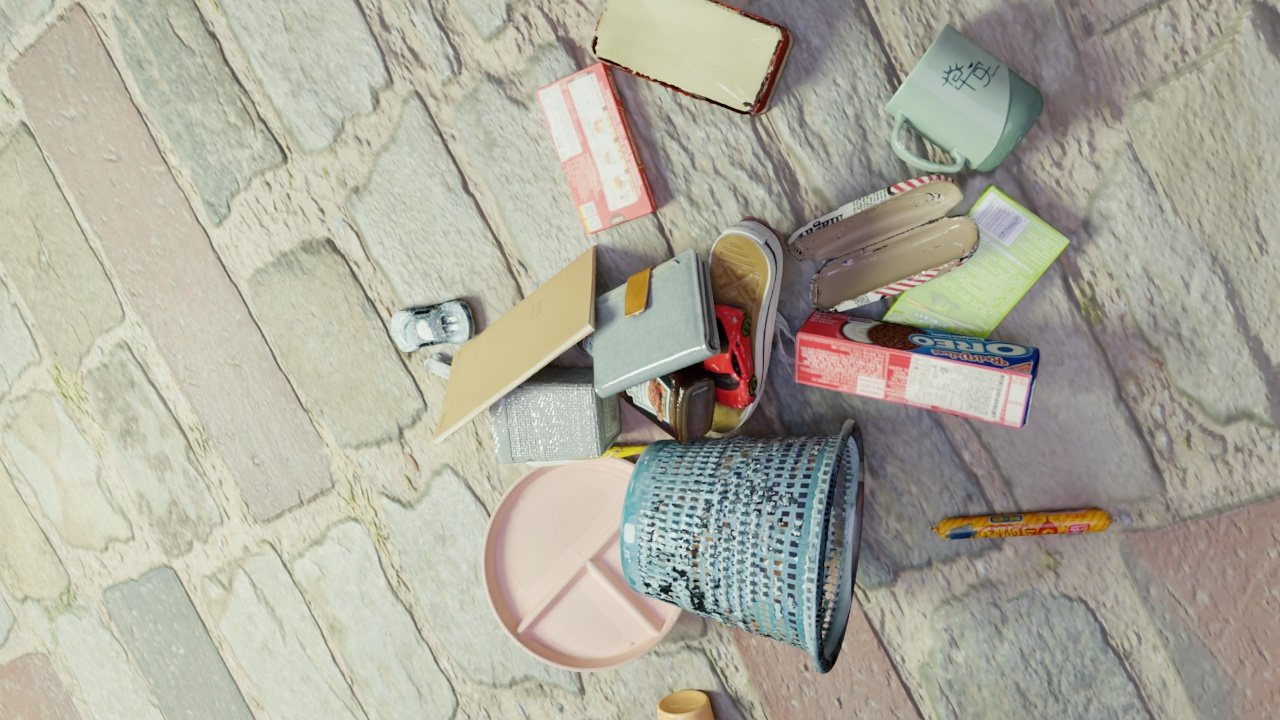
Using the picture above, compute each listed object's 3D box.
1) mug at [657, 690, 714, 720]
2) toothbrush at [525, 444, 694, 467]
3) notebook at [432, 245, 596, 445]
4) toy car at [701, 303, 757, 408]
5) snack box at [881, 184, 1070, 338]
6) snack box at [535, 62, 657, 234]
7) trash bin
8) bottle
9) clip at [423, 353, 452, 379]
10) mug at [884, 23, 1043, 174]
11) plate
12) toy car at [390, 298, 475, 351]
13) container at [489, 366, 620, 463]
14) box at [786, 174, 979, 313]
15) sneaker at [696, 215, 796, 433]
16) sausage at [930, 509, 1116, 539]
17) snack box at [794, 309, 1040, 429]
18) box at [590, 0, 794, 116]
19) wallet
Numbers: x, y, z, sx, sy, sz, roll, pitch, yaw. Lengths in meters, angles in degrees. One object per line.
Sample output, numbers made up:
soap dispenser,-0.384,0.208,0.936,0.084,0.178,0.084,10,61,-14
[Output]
mug,0.057,0.436,1.018,0.078,0.078,0.123,-7,95,19
toothbrush,-0.030,0.097,0.970,0.191,0.018,0.016,-6,78,7
notebook,-0.125,-0.018,0.929,0.212,0.149,0.012,-35,120,22
toy car,0.077,-0.002,0.833,0.049,0.031,0.106,11,126,35
snack box,0.301,-0.072,0.835,0.086,0.026,0.157,37,111,6
snack box,-0.043,-0.209,0.912,0.075,0.025,0.153,-17,98,20
trash bin,0.095,0.157,0.860,0.195,0.226,0.227,6,105,22
bottle,-0.005,0.005,0.895,0.195,0.044,0.080,35,136,42
clip,-0.214,0.011,1.027,0.058,0.035,0.025,24,111,7
mug,0.267,-0.207,0.775,0.106,0.082,0.111,37,86,2
plate,-0.057,0.213,0.983,0.230,0.028,0.229,-1,83,9
toy car,-0.232,-0.037,1.013,0.106,0.031,0.049,-9,98,21
container,-0.086,0.055,0.959,0.114,0.090,0.090,-2,103,15
box,0.210,-0.107,0.820,0.163,0.075,0.087,-21,128,36
sneaker,0.098,-0.035,0.880,0.118,0.087,0.242,27,132,22
sausage,0.363,0.157,0.875,0.165,0.021,0.021,-8,101,20
snack box,0.247,0.006,0.829,0.208,0.057,0.058,12,122,24
box,0.046,-0.290,0.835,0.168,0.078,0.091,24,110,10
wallet,0.007,-0.035,0.826,0.130,0.037,0.106,-23,63,36
